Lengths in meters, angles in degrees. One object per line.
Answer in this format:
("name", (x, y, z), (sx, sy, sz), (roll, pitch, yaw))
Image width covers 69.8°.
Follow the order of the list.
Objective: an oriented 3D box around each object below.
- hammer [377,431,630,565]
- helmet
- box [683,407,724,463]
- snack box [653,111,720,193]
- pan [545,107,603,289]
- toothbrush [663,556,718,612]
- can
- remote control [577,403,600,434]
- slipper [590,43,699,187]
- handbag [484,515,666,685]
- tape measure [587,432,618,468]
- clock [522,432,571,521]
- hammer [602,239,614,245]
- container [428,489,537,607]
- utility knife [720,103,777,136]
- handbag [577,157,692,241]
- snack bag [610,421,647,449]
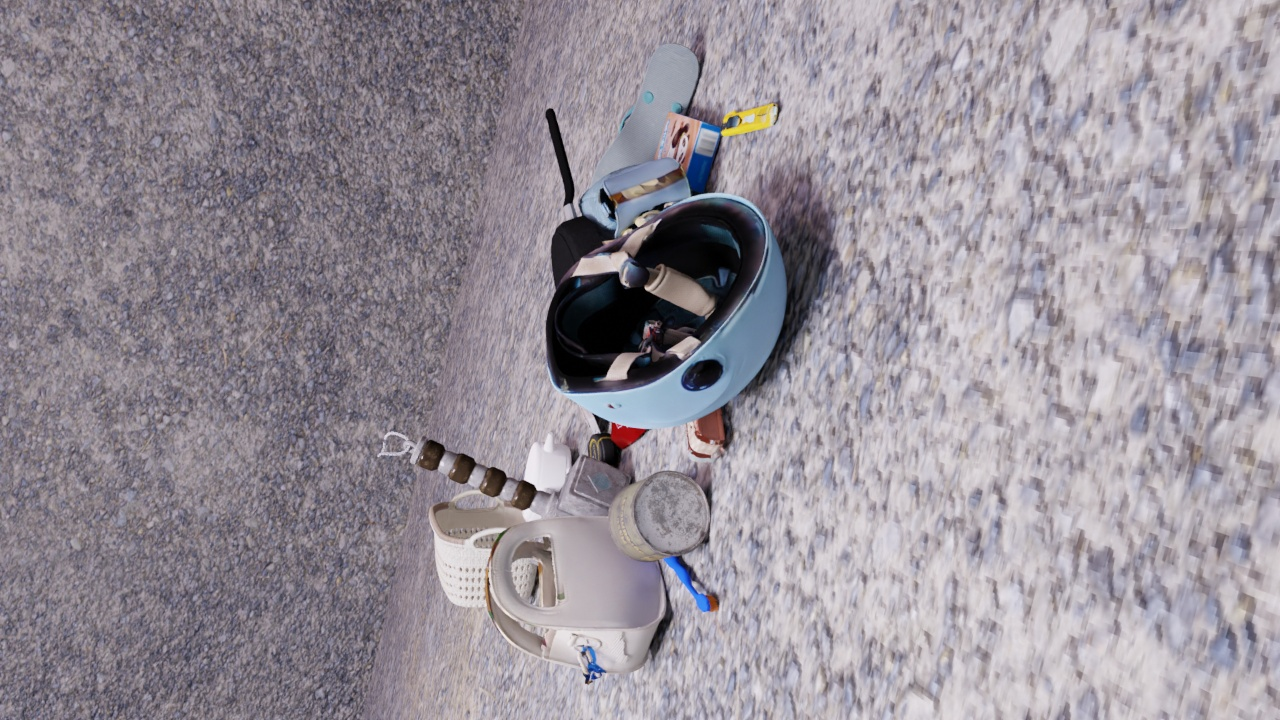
("hammer", (-0.187, 0.165, 1.219), (0.079, 0.326, 0.177), (-73, 10, -48))
("helmet", (0.039, -0.043, 0.926), (0.266, 0.166, 0.225), (-34, 44, 22))
("box", (0.066, 0.024, 1.013), (0.059, 0.056, 0.186), (-20, 48, 18))
("snack box", (0.060, -0.281, 1.231), (0.151, 0.034, 0.087), (-127, 52, -66))
("pan", (-0.091, -0.159, 1.210), (0.204, 0.044, 0.355), (154, 102, -75))
("toothbrush", (0.047, 0.230, 0.995), (0.182, 0.018, 0.016), (-144, 68, -72))
("can", (0.019, 0.169, 0.990), (0.075, 0.089, 0.089), (144, 135, -62))
("remote control", (-0.081, 0.083, 1.393), (0.136, 0.011, 0.050), (-129, 17, -65))
("slipper", (0.014, -0.323, 1.332), (0.269, 0.098, 0.054), (-62, -1, 18))
("handbag", (-0.081, 0.267, 1.051), (0.200, 0.199, 0.093), (-104, 29, -56))
("tape measure", (-0.052, 0.132, 1.290), (0.061, 0.034, 0.061), (129, 136, -59))
("clock", (-0.144, 0.197, 1.472), (0.161, 0.073, 0.125), (122, 153, -59))
("hammer", (-0.020, -0.168, 1.376), (0.121, 0.049, 0.319), (-71, 22, 10))
("container", (-0.265, 0.319, 1.565), (0.246, 0.184, 0.143), (-157, 70, -71))
("utility knife", (0.127, -0.284, 1.082), (0.151, 0.017, 0.030), (-158, 72, -67))
("handbag", (-0.008, -0.191, 1.186), (0.118, 0.121, 0.192), (68, 164, -8))
("snack bag", (-0.007, 0.007, 1.246), (0.139, 0.066, 0.207), (-37, 53, 54))
